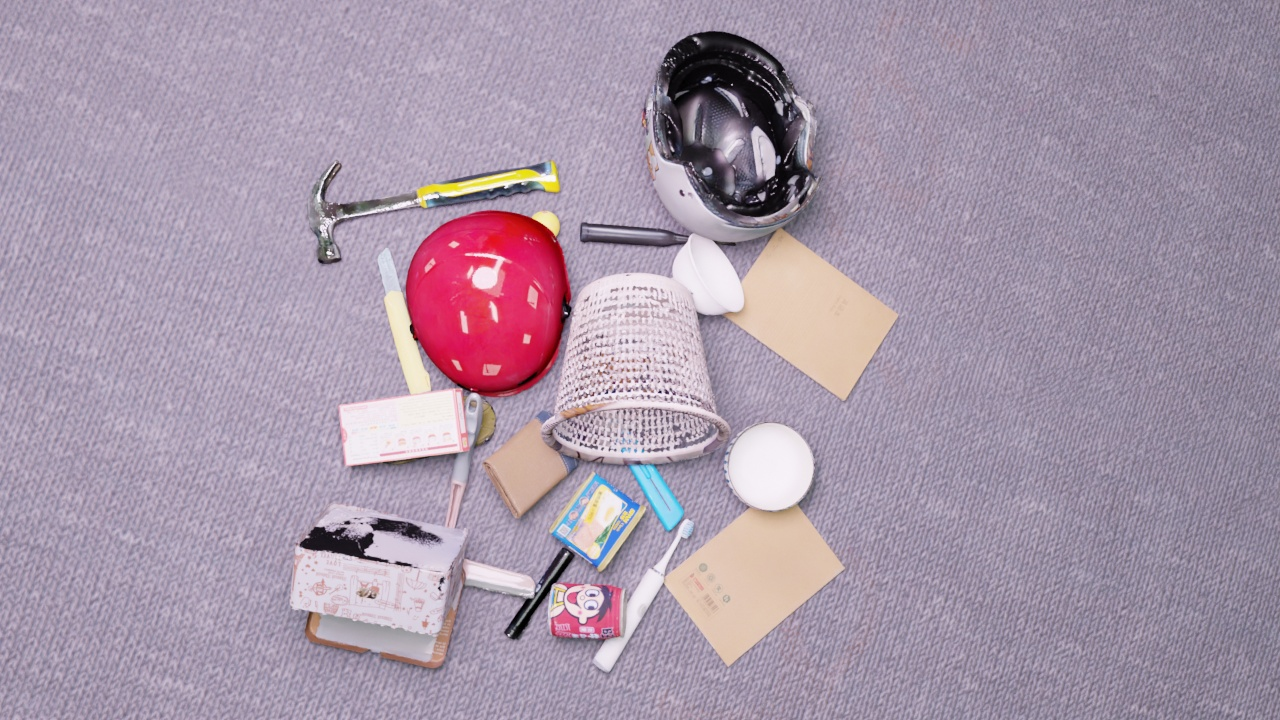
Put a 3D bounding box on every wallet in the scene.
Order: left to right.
[{"bbox_3d":[-0.136,0.130,1.153,0.115,0.033,0.090,-42,115,-39],"label":"wallet"}]

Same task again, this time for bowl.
[{"bbox_3d":[0.076,-0.102,1.210,0.065,0.118,0.118,-30,91,28],"label":"bowl"},{"bbox_3d":[0.164,0.139,1.212,0.116,0.066,0.116,1,85,-8],"label":"bowl"}]

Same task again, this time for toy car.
[{"bbox_3d":[-0.262,0.087,1.168,0.158,0.042,0.070,-14,88,-12],"label":"toy car"}]

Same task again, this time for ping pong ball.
[{"bbox_3d":[-0.126,-0.176,1.205,0.040,0.040,0.040,1,86,-8],"label":"ping pong ball"}]

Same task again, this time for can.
[{"bbox_3d":[-0.066,0.316,1.156,0.094,0.066,0.066,1,85,5],"label":"can"},{"bbox_3d":[-0.056,0.205,1.181,0.083,0.057,0.102,37,81,-2],"label":"can"}]

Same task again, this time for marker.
[{"bbox_3d":[-0.129,0.300,1.181,0.022,0.020,0.132,38,82,-18],"label":"marker"}]

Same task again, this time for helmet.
[{"bbox_3d":[-0.192,-0.068,1.127,0.207,0.144,0.240,-7,94,2],"label":"helmet"},{"bbox_3d":[0.103,-0.267,1.187,0.229,0.157,0.273,-4,68,-21],"label":"helmet"}]

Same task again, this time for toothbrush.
[{"bbox_3d":[0.007,0.304,1.197,0.221,0.026,0.026,-57,137,-8],"label":"toothbrush"},{"bbox_3d":[0.025,-0.167,1.234,0.212,0.026,0.027,2,97,-8],"label":"toothbrush"}]

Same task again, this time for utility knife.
[{"bbox_3d":[-0.306,-0.044,1.181,0.031,0.021,0.206,-15,95,-12],"label":"utility knife"},{"bbox_3d":[-0.005,0.131,1.213,0.034,0.018,0.204,-32,89,-9],"label":"utility knife"}]

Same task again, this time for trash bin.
[{"bbox_3d":[-0.007,0.008,1.131,0.227,0.228,0.191,3,67,-8],"label":"trash bin"}]

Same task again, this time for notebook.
[{"bbox_3d":[0.153,0.286,1.229,0.207,0.008,0.148,-38,92,-9],"label":"notebook"},{"bbox_3d":[0.234,-0.065,1.265,0.211,0.012,0.149,35,81,-5],"label":"notebook"}]

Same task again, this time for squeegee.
[{"bbox_3d":[-0.229,0.157,1.154,0.247,0.040,0.250,13,101,-3],"label":"squeegee"}]

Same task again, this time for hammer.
[{"bbox_3d":[-0.267,-0.218,1.193,0.323,0.032,0.126,-12,89,-9],"label":"hammer"}]

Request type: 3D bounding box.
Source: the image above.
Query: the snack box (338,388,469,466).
[{"bbox_3d":[-0.289,0.082,1.119,0.156,0.027,0.077,-8,87,12],"label":"snack box"}]

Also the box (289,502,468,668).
[{"bbox_3d":[-0.313,0.288,1.083,0.183,0.156,0.193,12,102,-1],"label":"box"}]
